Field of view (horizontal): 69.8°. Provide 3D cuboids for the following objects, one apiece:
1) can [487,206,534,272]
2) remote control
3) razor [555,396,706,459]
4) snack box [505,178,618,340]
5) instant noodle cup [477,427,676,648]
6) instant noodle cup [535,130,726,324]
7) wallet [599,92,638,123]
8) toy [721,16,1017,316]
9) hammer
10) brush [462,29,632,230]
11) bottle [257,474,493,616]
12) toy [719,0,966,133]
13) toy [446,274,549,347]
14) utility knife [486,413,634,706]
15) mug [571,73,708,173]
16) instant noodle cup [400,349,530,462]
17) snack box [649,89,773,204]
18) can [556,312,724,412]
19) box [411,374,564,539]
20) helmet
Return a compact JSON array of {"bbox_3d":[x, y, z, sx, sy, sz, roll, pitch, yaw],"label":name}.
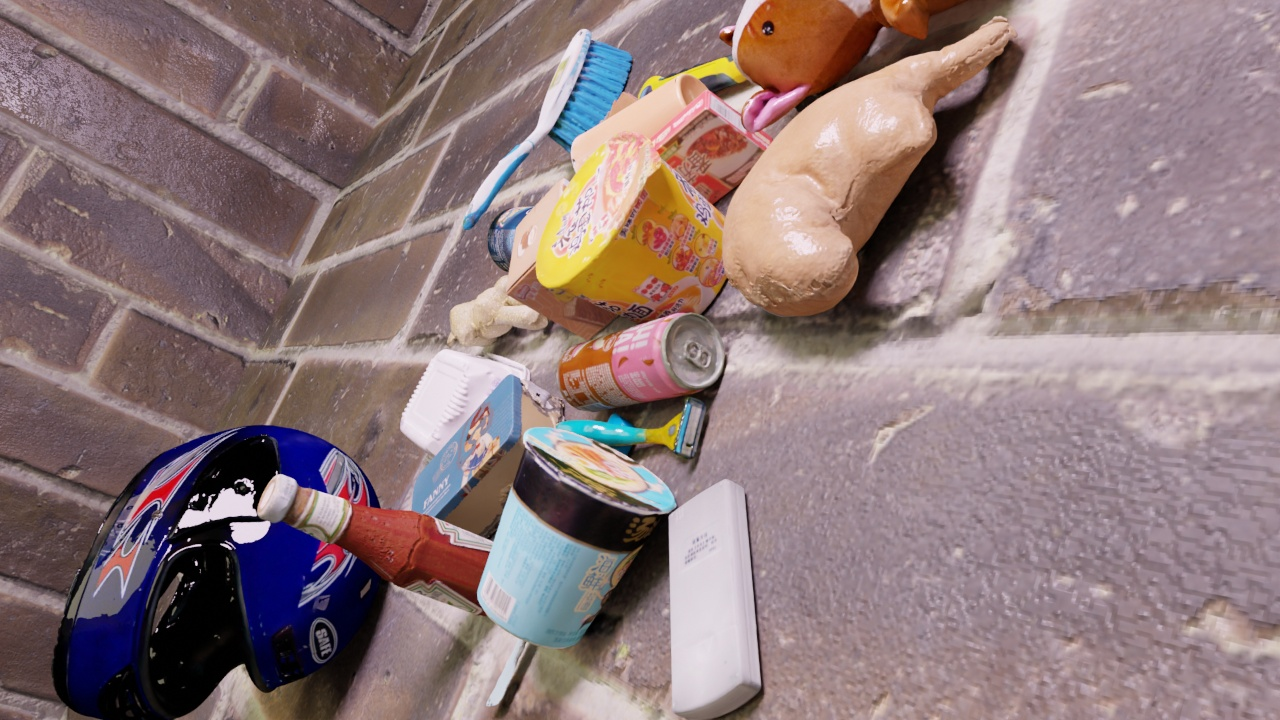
[{"bbox_3d":[-0.112,-0.126,0.972,0.111,0.075,0.075,16,78,62],"label":"can"},{"bbox_3d":[0.041,0.137,0.533,0.056,0.019,0.134,-39,34,33],"label":"remote control"},{"bbox_3d":[-0.010,0.051,0.667,0.133,0.028,0.043,-4,64,40],"label":"razor"},{"bbox_3d":[-0.059,-0.090,0.831,0.077,0.094,0.092,-38,35,36],"label":"snack box"},{"bbox_3d":[-0.051,0.123,0.620,0.120,0.111,0.111,-65,27,10],"label":"instant noodle cup"},{"bbox_3d":[0.001,-0.092,0.719,0.138,0.109,0.137,-40,33,33],"label":"instant noodle cup"},{"bbox_3d":[-0.025,-0.200,0.929,0.132,0.031,0.107,-63,28,16],"label":"wallet"},{"bbox_3d":[0.134,-0.129,0.577,0.226,0.082,0.143,-55,31,1],"label":"toy"},{"bbox_3d":[0.087,-0.262,0.820,0.324,0.032,0.126,7,69,60],"label":"hammer"},{"bbox_3d":[-0.101,-0.253,1.039,0.061,0.109,0.313,-12,53,51],"label":"brush"},{"bbox_3d":[-0.191,0.142,0.711,0.060,0.206,0.059,-38,36,35],"label":"bottle"},{"bbox_3d":[0.136,-0.252,0.617,0.200,0.130,0.139,-33,38,35],"label":"toy"},{"bbox_3d":[-0.147,-0.046,0.970,0.158,0.066,0.104,-7,45,45],"label":"toy"},{"bbox_3d":[-0.061,0.149,0.688,0.034,0.018,0.236,10,71,59],"label":"utility knife"},{"bbox_3d":[0.008,-0.195,0.812,0.123,0.078,0.078,-26,42,36],"label":"mug"},{"bbox_3d":[-0.193,0.048,0.961,0.174,0.060,0.138,15,77,60],"label":"instant noodle cup"},{"bbox_3d":[0.031,-0.154,0.765,0.153,0.075,0.025,-32,40,41],"label":"snack box"},{"bbox_3d":[-0.004,0.004,0.691,0.148,0.058,0.057,-14,52,54],"label":"can"},{"bbox_3d":[-0.142,0.101,0.825,0.185,0.061,0.089,-45,31,23],"label":"box"},{"bbox_3d":[-0.389,0.214,0.923,0.314,0.240,0.248,-81,-4,-47],"label":"helmet"}]
